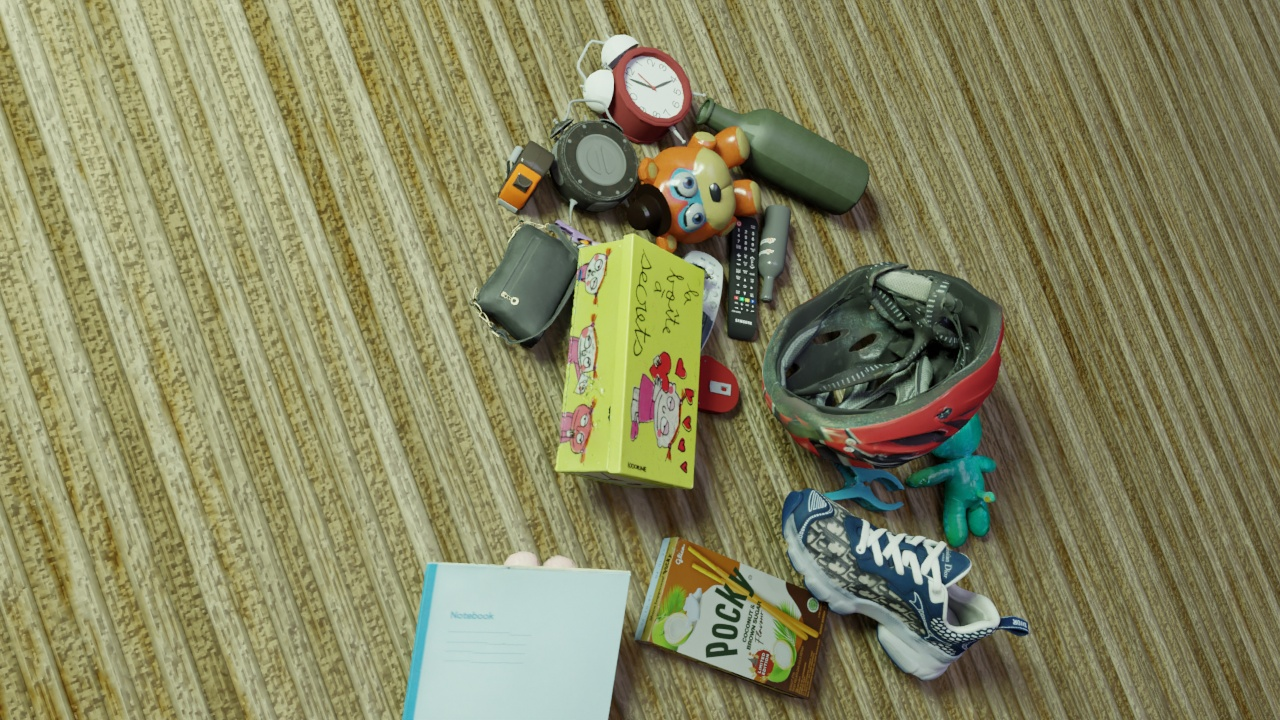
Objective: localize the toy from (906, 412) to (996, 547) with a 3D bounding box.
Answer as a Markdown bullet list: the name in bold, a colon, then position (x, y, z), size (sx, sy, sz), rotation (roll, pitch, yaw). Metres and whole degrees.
- **toy**: position (0.369, 0.115, 1.057), size (0.130, 0.072, 0.193), rotation (-12, 92, -28)

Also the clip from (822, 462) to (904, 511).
- **clip**: position (0.236, 0.145, 1.006), size (0.120, 0.027, 0.103), rotation (17, 73, -21)

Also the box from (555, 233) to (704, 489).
- **box**: position (-0.005, 0.005, 0.862), size (0.124, 0.080, 0.220), rotation (24, 68, -50)

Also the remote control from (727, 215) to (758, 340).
- **remote control**: position (0.111, -0.095, 1.009), size (0.033, 0.015, 0.146), rotation (10, 73, -24)

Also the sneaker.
- **sneaker**: position (0.263, 0.211, 0.925), size (0.269, 0.133, 0.103), rotation (43, 40, -13)

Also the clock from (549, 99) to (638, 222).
- **clock**: position (-0.050, -0.202, 0.940), size (0.091, 0.044, 0.122), rotation (-8, 82, -29)

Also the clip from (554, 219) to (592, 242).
- **clip**: position (-0.069, -0.127, 0.930), size (0.050, 0.014, 0.045), rotation (-9, 79, -25)

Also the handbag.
- **handbag**: position (-0.107, -0.077, 0.876), size (0.079, 0.054, 0.128), rotation (31, 68, -12)

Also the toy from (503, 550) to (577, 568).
- **toy**: position (-0.092, 0.222, 0.808), size (0.108, 0.053, 0.105), rotation (13, 68, -23)

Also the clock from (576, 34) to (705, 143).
- **clock**: position (-0.004, -0.290, 0.983), size (0.137, 0.048, 0.096), rotation (30, 66, -18)

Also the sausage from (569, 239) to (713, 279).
- **sausage**: position (0.002, -0.100, 0.929), size (0.155, 0.020, 0.020), rotation (11, 72, -14)

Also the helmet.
- **helmet**: position (0.248, 0.011, 0.950), size (0.271, 0.217, 0.167), rotation (-35, 131, -26)

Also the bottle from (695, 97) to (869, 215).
- **bottle**: position (0.158, -0.236, 1.036), size (0.206, 0.072, 0.071), rotation (22, 68, -20)

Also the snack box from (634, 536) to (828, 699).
- **snack box**: position (0.094, 0.254, 0.903), size (0.186, 0.032, 0.100), rotation (26, 67, -19)

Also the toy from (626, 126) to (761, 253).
- **toy**: position (0.054, -0.175, 0.956), size (0.175, 0.096, 0.112), rotation (-28, 112, -26)

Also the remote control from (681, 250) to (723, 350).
- **remote control**: position (0.053, -0.061, 0.964), size (0.060, 0.028, 0.114), rotation (28, 67, -17)

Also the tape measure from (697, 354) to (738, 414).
- **tape measure**: position (0.078, 0.026, 0.960), size (0.051, 0.019, 0.059), rotation (12, 72, -23)

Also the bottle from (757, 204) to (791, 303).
- **bottle**: position (0.147, -0.117, 1.024), size (0.030, 0.030, 0.112), rotation (18, 70, -22)

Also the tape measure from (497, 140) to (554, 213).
- **tape measure**: position (-0.114, -0.185, 0.897), size (0.038, 0.059, 0.058), rotation (31, 62, -14)

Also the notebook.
- **notebook**: position (-0.109, 0.296, 0.763), size (0.181, 0.009, 0.253), rotation (8, 91, -24)
